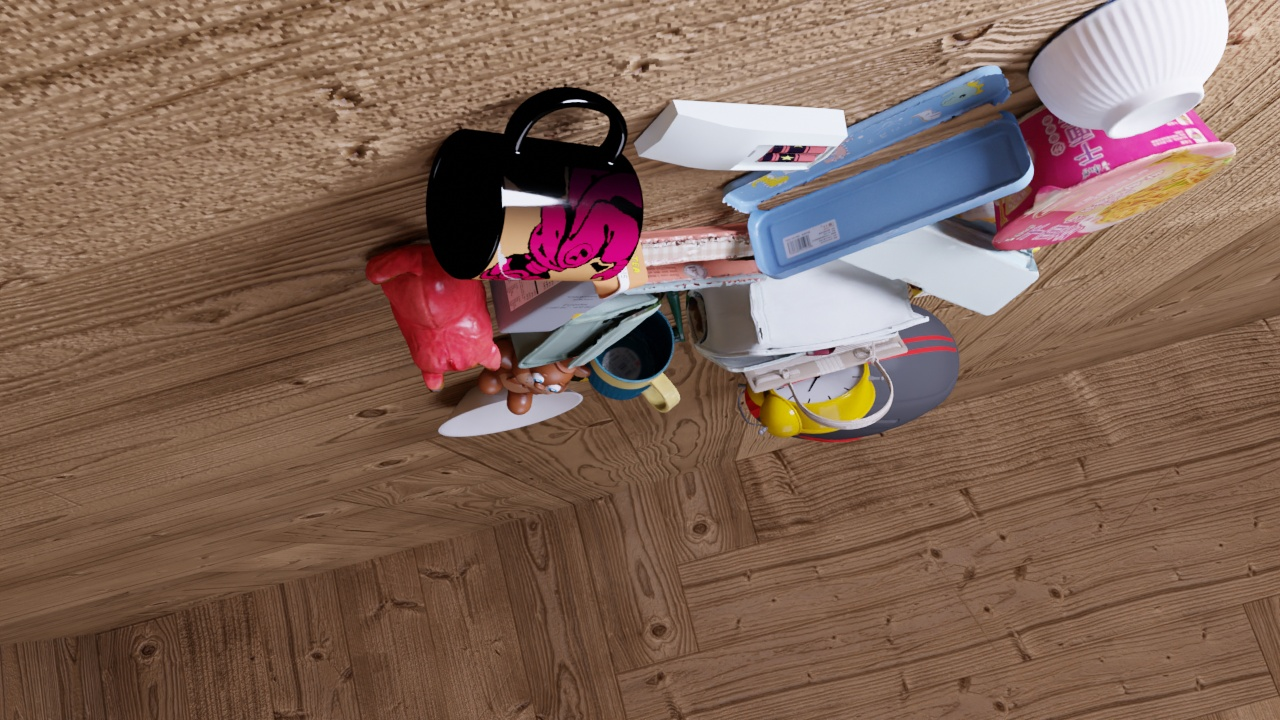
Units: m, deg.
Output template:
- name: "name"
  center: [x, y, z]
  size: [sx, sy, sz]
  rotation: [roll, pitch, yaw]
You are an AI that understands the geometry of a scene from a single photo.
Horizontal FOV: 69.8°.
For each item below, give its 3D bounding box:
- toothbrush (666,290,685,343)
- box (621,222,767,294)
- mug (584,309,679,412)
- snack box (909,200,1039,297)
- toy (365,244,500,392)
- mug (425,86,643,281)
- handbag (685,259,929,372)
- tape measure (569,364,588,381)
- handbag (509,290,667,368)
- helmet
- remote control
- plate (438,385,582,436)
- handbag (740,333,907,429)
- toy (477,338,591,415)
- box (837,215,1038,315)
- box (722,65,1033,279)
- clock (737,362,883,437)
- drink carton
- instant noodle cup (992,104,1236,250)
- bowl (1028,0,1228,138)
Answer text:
- name: "toothbrush"
  center: [0.035, -0.046, 0.966]
  size: [0.017, 0.016, 0.190]
  rotation: [-13, 167, 2]
- name: "box"
  center: [0.027, -0.079, 0.739]
  size: [0.188, 0.062, 0.058]
  rotation: [-7, -151, -25]
- name: "mug"
  center: [-0.005, 0.005, 0.925]
  size: [0.083, 0.113, 0.107]
  rotation: [-38, 174, -16]
- name: "snack box"
  center: [0.321, -0.112, 0.908]
  size: [0.083, 0.061, 0.106]
  rotation: [-10, 167, -17]
- name: "toy"
  center: [-0.141, -0.036, 0.639]
  size: [0.088, 0.094, 0.133]
  rotation: [-15, 166, 3]
- name: "mug"
  center: [-0.054, -0.101, 0.524]
  size: [0.098, 0.082, 0.118]
  rotation: [-4, 136, -41]
- name: "handbag"
  center: [0.156, -0.052, 0.879]
  size: [0.198, 0.096, 0.142]
  rotation: [-12, -176, -18]
- name: "tape measure"
  center: [-0.055, 0.003, 1.022]
  size: [0.064, 0.037, 0.066]
  rotation: [-7, 165, -30]
- name: "handbag"
  center: [-0.050, -0.040, 0.782]
  size: [0.106, 0.067, 0.122]
  rotation: [-9, 165, -32]
- name: "helmet"
  center: [0.272, 0.010, 1.135]
  size: [0.264, 0.164, 0.170]
  rotation: [-12, 168, -11]
- name: "remote control"
  center: [0.071, -0.140, 0.590]
  size: [0.143, 0.024, 0.050]
  rotation: [-7, 165, -32]
- name: "plate"
  center: [-0.158, 0.048, 1.097]
  size: [0.174, 0.036, 0.174]
  rotation: [-14, 167, -3]
- name: "handbag"
  center: [0.194, 0.002, 0.962]
  size: [0.175, 0.197, 0.062]
  rotation: [-15, 131, -2]
- name: "toy"
  center: [-0.101, 0.012, 0.912]
  size: [0.095, 0.065, 0.128]
  rotation: [31, 153, -35]
- name: "box"
  center: [0.250, -0.097, 0.791]
  size: [0.199, 0.066, 0.083]
  rotation: [16, 164, -21]
- name: "box"
  center: [0.168, -0.126, 0.657]
  size: [0.209, 0.074, 0.077]
  rotation: [-21, 162, 25]
- name: "clock"
  center: [0.181, 0.032, 1.001]
  size: [0.152, 0.113, 0.052]
  rotation: [-18, 123, 2]
- name: "drink carton"
  center: [-0.055, -0.067, 0.653]
  size: [0.048, 0.076, 0.125]
  rotation: [-4, 167, -40]
- name: "instant noodle cup"
  center: [0.355, -0.158, 0.723]
  size: [0.178, 0.077, 0.179]
  rotation: [-15, 167, -4]
- name: "bowl"
  center: [0.323, -0.186, 0.598]
  size: [0.118, 0.062, 0.118]
  rotation: [-14, 167, -4]
